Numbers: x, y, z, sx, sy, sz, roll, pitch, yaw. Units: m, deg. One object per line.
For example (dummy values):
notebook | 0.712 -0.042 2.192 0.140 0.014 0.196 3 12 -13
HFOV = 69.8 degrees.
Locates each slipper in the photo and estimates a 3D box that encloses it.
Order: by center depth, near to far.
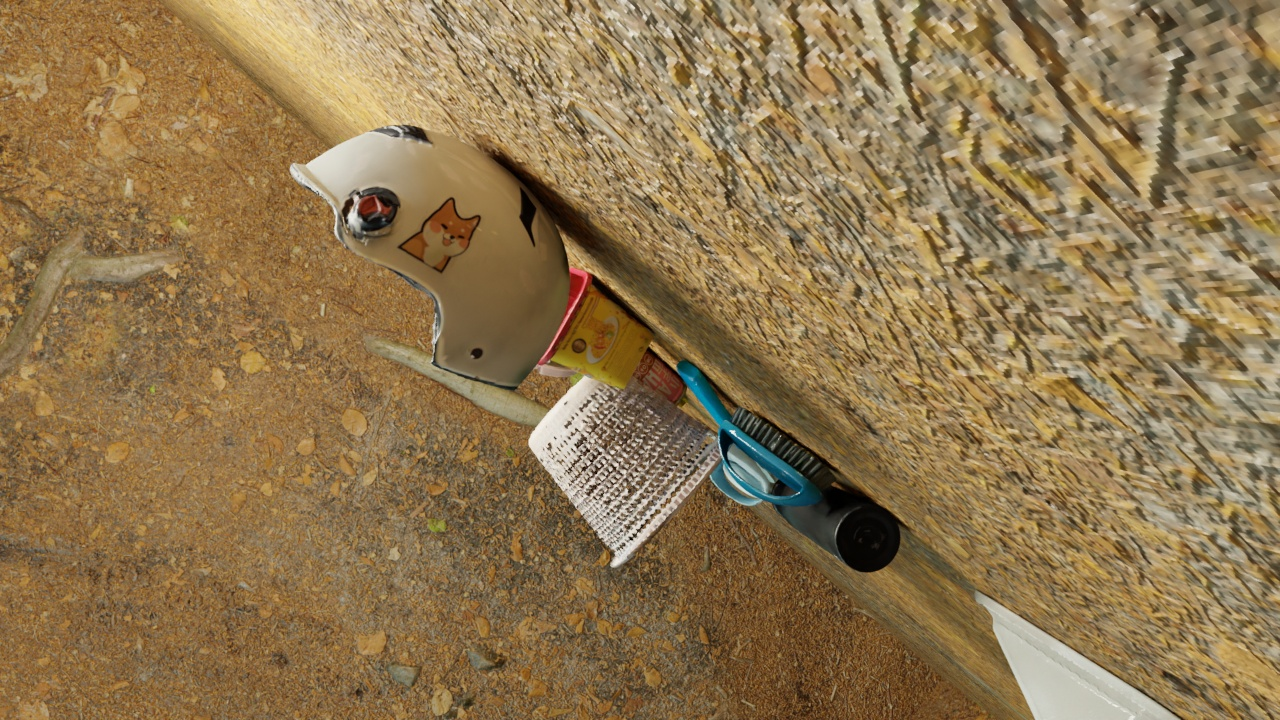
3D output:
slipper | 0.153 0.173 1.371 0.104 0.074 0.245 39 171 16

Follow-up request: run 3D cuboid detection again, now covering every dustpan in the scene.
dustpan | 0.458 0.326 0.832 0.222 0.143 0.257 42 -156 -21

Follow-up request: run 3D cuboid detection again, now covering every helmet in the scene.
helmet | -0.163 -0.108 0.823 0.274 0.157 0.230 51 177 3

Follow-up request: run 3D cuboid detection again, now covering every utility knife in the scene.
utility knife | 0.108 0.080 1.089 0.216 0.018 0.034 52 166 -30

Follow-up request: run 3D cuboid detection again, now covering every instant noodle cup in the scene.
instant noodle cup | -0.062 -0.032 1.054 0.123 0.116 0.116 30 179 -22

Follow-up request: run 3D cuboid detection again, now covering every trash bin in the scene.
trash bin | -0.025 0.115 1.160 0.192 0.227 0.227 43 175 2

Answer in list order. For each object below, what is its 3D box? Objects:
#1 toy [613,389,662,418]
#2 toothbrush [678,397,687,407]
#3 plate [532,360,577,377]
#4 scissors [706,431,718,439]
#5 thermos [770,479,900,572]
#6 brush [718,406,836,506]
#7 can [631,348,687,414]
toy | -0.010 0.033 1.421 0.159 0.054 0.121 36 -156 -19
toothbrush | 0.044 0.038 1.354 0.016 0.016 0.190 38 175 22
plate | -0.177 -0.047 1.361 0.229 0.028 0.229 27 -158 -12
scissors | 0.154 0.154 1.560 0.204 0.015 0.202 41 175 -11
thermos | 0.219 0.174 1.027 0.090 0.068 0.242 12 -179 -7
brush | 0.133 0.108 0.969 0.144 0.073 0.055 37 170 39
can | -0.007 0.007 1.226 0.147 0.058 0.058 42 175 -17
